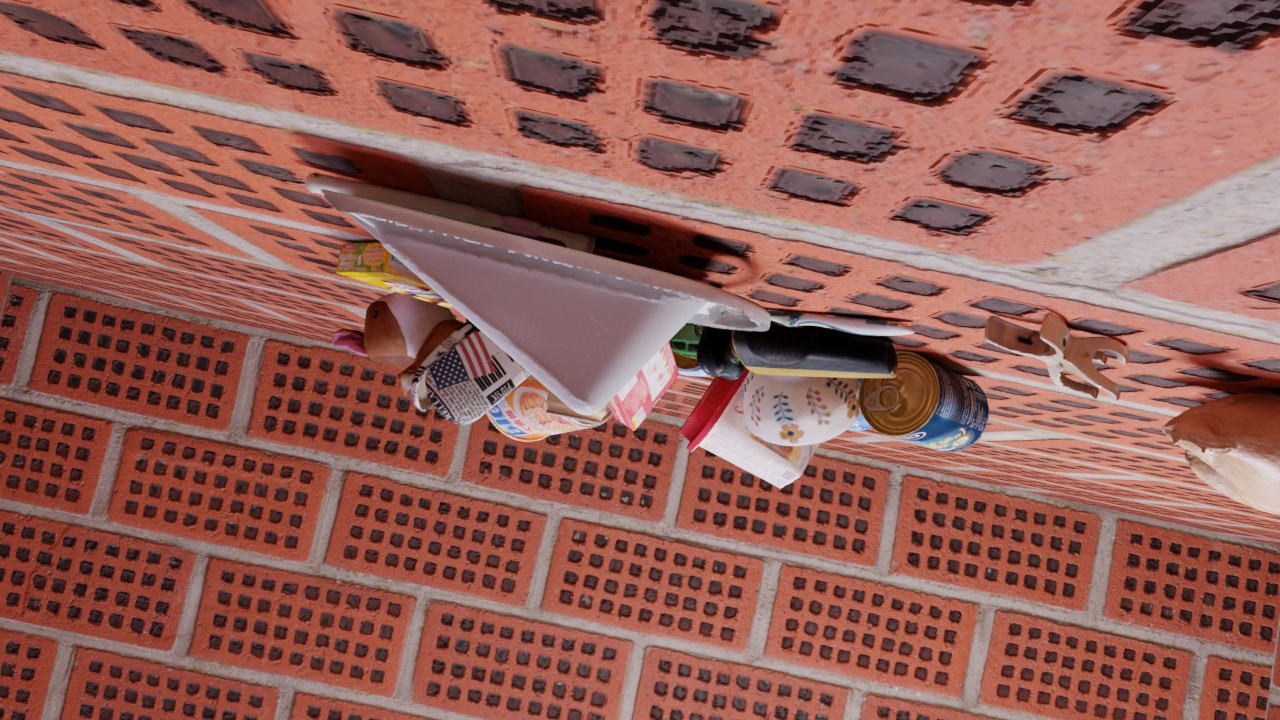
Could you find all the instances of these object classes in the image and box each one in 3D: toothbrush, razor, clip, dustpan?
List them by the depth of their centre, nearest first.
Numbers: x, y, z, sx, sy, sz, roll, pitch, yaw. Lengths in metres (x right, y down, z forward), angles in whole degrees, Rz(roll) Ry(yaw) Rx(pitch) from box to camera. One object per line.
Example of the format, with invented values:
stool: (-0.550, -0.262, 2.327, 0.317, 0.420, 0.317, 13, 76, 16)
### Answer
clip: (0.273, -0.005, 0.594, 0.100, 0.034, 0.072, 20, 172, -26)
toothbrush: (-0.123, -0.094, 0.599, 0.189, 0.020, 0.029, 13, -149, -7)
dustpan: (-0.050, -0.060, 0.639, 0.258, 0.142, 0.223, 42, 176, -2)
toothbrush: (0.123, -0.029, 0.727, 0.192, 0.018, 0.016, 8, 173, 36)
razor: (0.133, -0.005, 0.782, 0.167, 0.062, 0.068, 5, 142, 14)

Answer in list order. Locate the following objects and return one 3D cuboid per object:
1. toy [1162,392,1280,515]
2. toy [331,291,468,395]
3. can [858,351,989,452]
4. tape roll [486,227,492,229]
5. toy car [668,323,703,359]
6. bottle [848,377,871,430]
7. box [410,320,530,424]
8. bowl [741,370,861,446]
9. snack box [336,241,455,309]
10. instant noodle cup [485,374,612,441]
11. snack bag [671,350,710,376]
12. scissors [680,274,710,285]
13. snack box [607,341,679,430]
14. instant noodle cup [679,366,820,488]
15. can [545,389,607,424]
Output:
toy: (0.453, 0.064, 0.650, 0.144, 0.082, 0.225, -4, 163, 40)
toy: (-0.233, -0.028, 1.009, 0.200, 0.131, 0.139, 21, -141, 34)
can: (0.259, 0.040, 0.832, 0.075, 0.075, 0.111, 6, 173, 45)
tape roll: (-0.149, -0.097, 0.651, 0.086, 0.014, 0.086, 12, 175, 1)
toy car: (0.045, -0.023, 0.879, 0.091, 0.036, 0.043, 14, 177, 25)
bottle: (0.207, 0.040, 0.997, 0.219, 0.065, 0.065, 6, 172, 40)
box: (-0.126, -0.005, 0.823, 0.088, 0.162, 0.076, 32, 145, 27)
bowl: (0.146, 0.020, 0.845, 0.114, 0.113, 0.062, 9, 132, 31)
snack box: (-0.203, -0.078, 0.867, 0.087, 0.033, 0.140, 6, 170, 43)
instant noodle cup: (-0.098, 0.019, 1.072, 0.112, 0.151, 0.151, -5, 164, 43)
snack bag: (0.052, 0.000, 1.066, 0.110, 0.039, 0.191, 5, 174, 15)
scissors: (0.011, -0.057, 0.714, 0.113, 0.017, 0.134, 11, 178, -6)
snack box: (-0.005, 0.005, 0.841, 0.025, 0.075, 0.153, 32, 165, 22)
instant noodle cup: (0.121, 0.063, 0.951, 0.124, 0.116, 0.117, 35, 160, 3)
can: (-0.052, 0.000, 0.882, 0.058, 0.116, 0.058, 12, 174, 1)
